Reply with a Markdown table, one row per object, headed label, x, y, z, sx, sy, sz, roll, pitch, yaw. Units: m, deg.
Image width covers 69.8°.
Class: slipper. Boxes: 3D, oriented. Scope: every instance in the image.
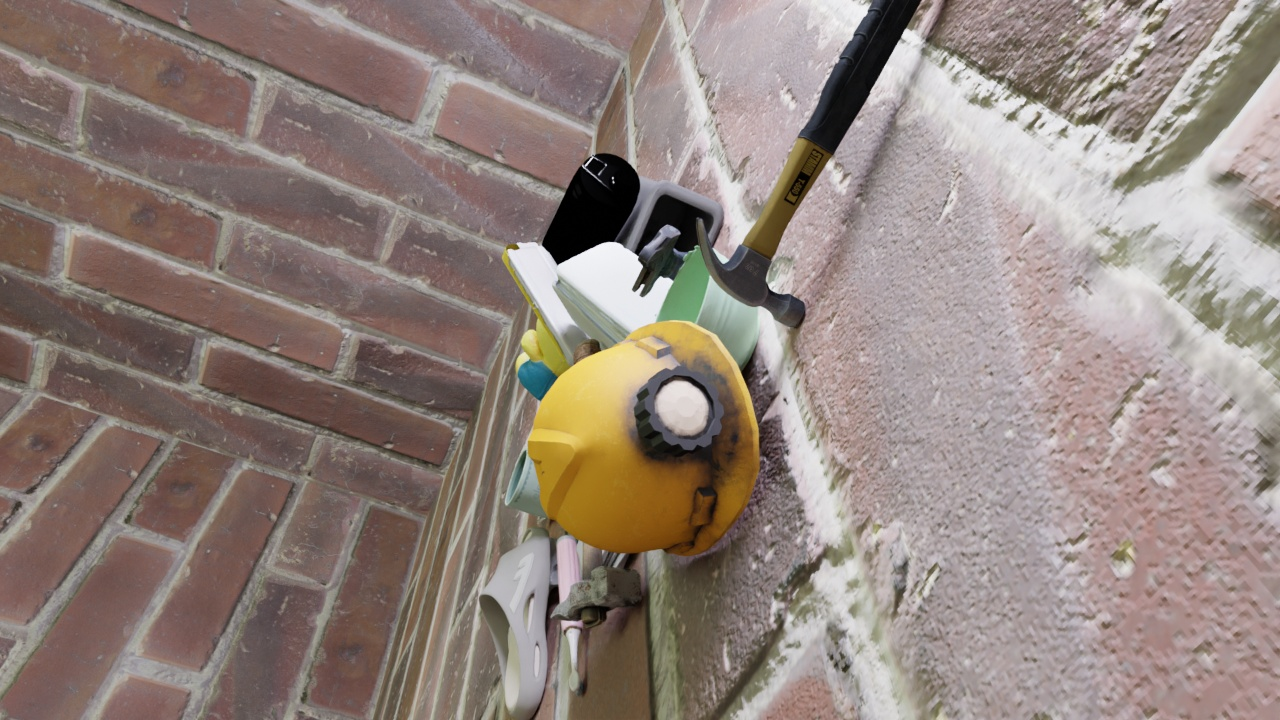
| label | x | y | z | sx | sy | sz | roll | pitch | yaw |
| --- | --- | --- | --- | --- | --- | --- | --- | --- | --- |
| slipper | -0.169 | 0.332 | 1.195 | 0.113 | 0.080 | 0.265 | 120 | 156 | -45 |

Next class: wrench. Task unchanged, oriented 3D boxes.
| label | x | y | z | sx | sy | sz | roll | pitch | yaw |
| --- | --- | --- | --- | --- | --- | --- | --- | --- | --- |
| wrench | 0.038 | -0.100 | 0.955 | 0.073 | 0.022 | 0.273 | -57 | -12 | 12 |
| wrench | -0.096 | 0.267 | 1.201 | 0.274 | 0.018 | 0.086 | 144 | 145 | -64 |

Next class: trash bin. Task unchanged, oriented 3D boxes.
| label | x | y | z | sx | sy | sz | roll | pitch | yaw |
| --- | --- | --- | --- | --- | --- | --- | --- | --- | --- |
| trash bin | 0.012 | -0.140 | 1.214 | 0.219 | 0.097 | 0.192 | -117 | 50 | -74 |

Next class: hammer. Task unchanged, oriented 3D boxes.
| label | x | y | z | sx | sy | sz | roll | pitch | yaw |
| --- | --- | --- | --- | --- | --- | --- | --- | --- | --- |
| hammer | -0.055 | 0.124 | 0.988 | 0.122 | 0.049 | 0.318 | -36 | 48 | 48 |
| hammer | 0.155 | -0.197 | 0.741 | 0.333 | 0.118 | 0.025 | -62 | 16 | 8 |

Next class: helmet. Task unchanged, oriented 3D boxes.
| label | x | y | z | sx | sy | sz | roll | pitch | yaw |
| --- | --- | --- | --- | --- | --- | --- | --- | --- | --- |
| helmet | -0.025 | 0.079 | 0.787 | 0.256 | 0.131 | 0.205 | -40 | 64 | 58 |

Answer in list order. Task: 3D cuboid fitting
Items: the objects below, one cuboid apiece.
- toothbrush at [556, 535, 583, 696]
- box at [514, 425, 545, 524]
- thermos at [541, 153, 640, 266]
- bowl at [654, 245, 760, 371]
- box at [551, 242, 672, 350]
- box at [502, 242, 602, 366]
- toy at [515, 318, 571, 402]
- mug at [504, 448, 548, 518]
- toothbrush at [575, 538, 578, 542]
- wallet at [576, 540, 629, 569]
| label | x | y | z | sx | sy | sz | roll | pitch | yaw |
| --- | --- | --- | --- | --- | --- | --- | --- | --- | --- |
| toothbrush | -0.079 | 0.287 | 1.050 | 0.027 | 0.026 | 0.222 | -23 | 33 | 8 |
| box | -0.149 | 0.168 | 1.431 | 0.165 | 0.092 | 0.084 | -65 | 15 | -20 |
| thermos | -0.062 | -0.190 | 1.184 | 0.199 | 0.086 | 0.086 | 130 | 157 | -59 |
| bowl | 0.064 | -0.027 | 0.874 | 0.151 | 0.077 | 0.151 | -160 | 91 | -76 |
| box | -0.012 | -0.031 | 1.050 | 0.215 | 0.106 | 0.127 | 41 | 145 | 40 |
| box | -0.099 | -0.063 | 1.179 | 0.057 | 0.210 | 0.117 | -37 | -26 | 6 |
| toy | -0.105 | -0.006 | 1.363 | 0.215 | 0.149 | 0.083 | -51 | 10 | 44 |
| mug | -0.118 | 0.161 | 1.251 | 0.084 | 0.104 | 0.111 | 137 | 151 | -62 |
| toothbrush | -0.101 | 0.148 | 1.204 | 0.016 | 0.017 | 0.189 | 73 | 180 | -76 |
| wallet | -0.028 | 0.189 | 1.004 | 0.118 | 0.037 | 0.115 | -67 | 19 | 7 |
